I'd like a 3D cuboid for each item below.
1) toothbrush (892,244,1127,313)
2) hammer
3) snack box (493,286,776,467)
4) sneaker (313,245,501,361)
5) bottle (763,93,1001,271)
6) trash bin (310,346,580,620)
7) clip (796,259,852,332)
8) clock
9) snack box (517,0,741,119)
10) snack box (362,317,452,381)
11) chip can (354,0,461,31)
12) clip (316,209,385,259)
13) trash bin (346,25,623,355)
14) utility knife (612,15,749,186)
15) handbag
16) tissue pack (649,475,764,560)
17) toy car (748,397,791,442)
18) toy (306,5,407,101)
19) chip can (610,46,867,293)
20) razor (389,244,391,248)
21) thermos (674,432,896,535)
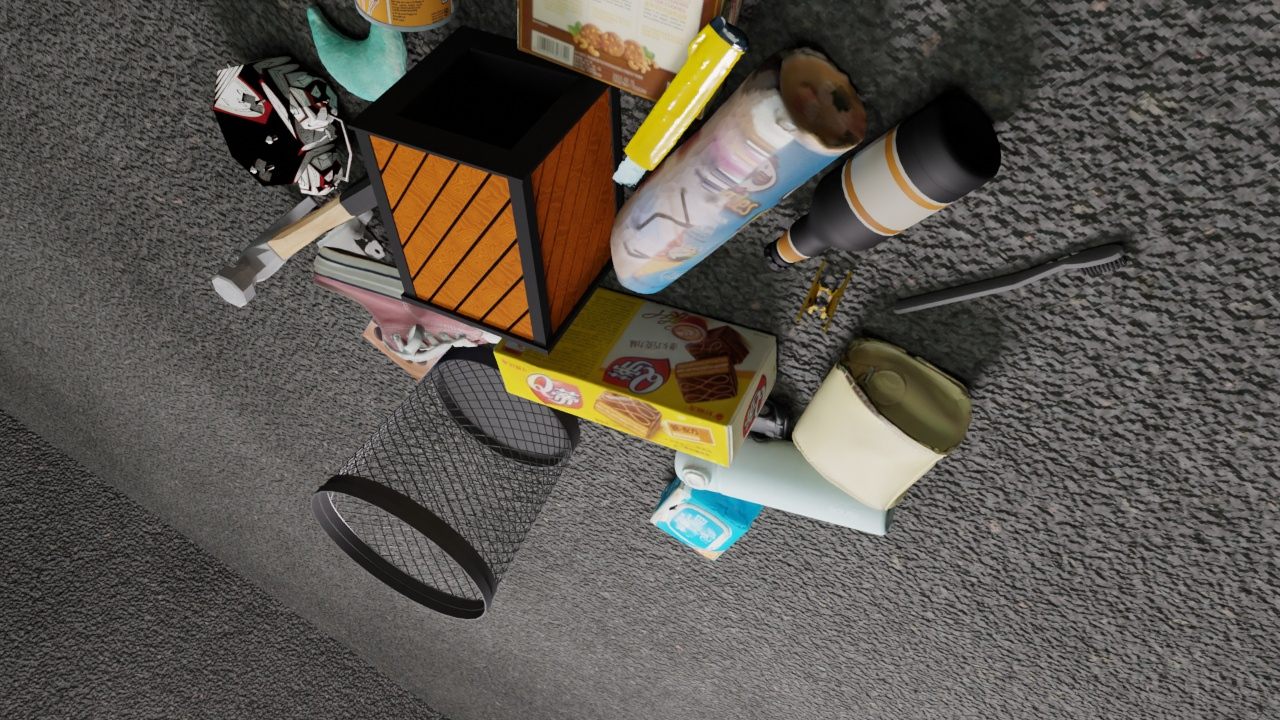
[{"bbox_3d":[0.248,-0.053,0.636,0.168,0.012,0.013,-13,133,46],"label":"toothbrush"},{"bbox_3d":[-0.280,-0.146,0.867,0.329,0.130,0.039,-18,122,37],"label":"hammer"},{"bbox_3d":[-0.005,0.005,0.820,0.230,0.109,0.062,17,144,22],"label":"snack box"},{"bbox_3d":[-0.217,-0.041,0.909,0.241,0.088,0.118,18,-175,6],"label":"sneaker"},{"bbox_3d":[0.147,-0.105,0.612,0.059,0.059,0.182,42,145,-13],"label":"bottle"},{"bbox_3d":[-0.204,0.129,1.025,0.218,0.226,0.218,21,144,16],"label":"trash bin"},{"bbox_3d":[0.137,-0.048,0.707,0.044,0.054,0.049,25,175,-25],"label":"clip"},{"bbox_3d":[-0.320,-0.207,0.824,0.155,0.064,0.115,25,130,22],"label":"clock"},{"bbox_3d":[-0.007,-0.244,0.580,0.143,0.041,0.147,25,145,12],"label":"snack box"},{"bbox_3d":[-0.250,-0.039,1.027,0.087,0.034,0.152,40,144,-10],"label":"snack box"},{"bbox_3d":[-0.154,-0.321,0.572,0.075,0.075,0.215,26,145,10],"label":"chip can"},{"bbox_3d":[-0.304,-0.118,0.968,0.102,0.049,0.058,-16,110,49],"label":"clip"},{"bbox_3d":[-0.105,-0.130,0.708,0.140,0.139,0.172,20,144,18],"label":"trash bin"},{"bbox_3d":[0.019,-0.163,0.608,0.030,0.017,0.180,39,145,-6],"label":"utility knife"},{"bbox_3d":[0.196,0.050,0.751,0.111,0.081,0.119,35,148,10],"label":"handbag"},{"bbox_3d":[0.070,0.159,0.991,0.093,0.061,0.145,32,145,3],"label":"tissue pack"},{"bbox_3d":[0.087,0.042,0.860,0.112,0.034,0.046,18,143,18],"label":"toy car"},{"bbox_3d":[-0.225,-0.255,0.749,0.105,0.033,0.085,2,124,38],"label":"toy"},{"bbox_3d":[0.052,-0.124,0.650,0.080,0.079,0.230,41,144,-11],"label":"chip can"},{"bbox_3d":[-0.164,-0.095,0.879,0.156,0.060,0.057,20,136,-16],"label":"razor"},{"bbox_3d":[0.135,0.109,0.869,0.207,0.077,0.065,11,128,24],"label":"thermos"}]
